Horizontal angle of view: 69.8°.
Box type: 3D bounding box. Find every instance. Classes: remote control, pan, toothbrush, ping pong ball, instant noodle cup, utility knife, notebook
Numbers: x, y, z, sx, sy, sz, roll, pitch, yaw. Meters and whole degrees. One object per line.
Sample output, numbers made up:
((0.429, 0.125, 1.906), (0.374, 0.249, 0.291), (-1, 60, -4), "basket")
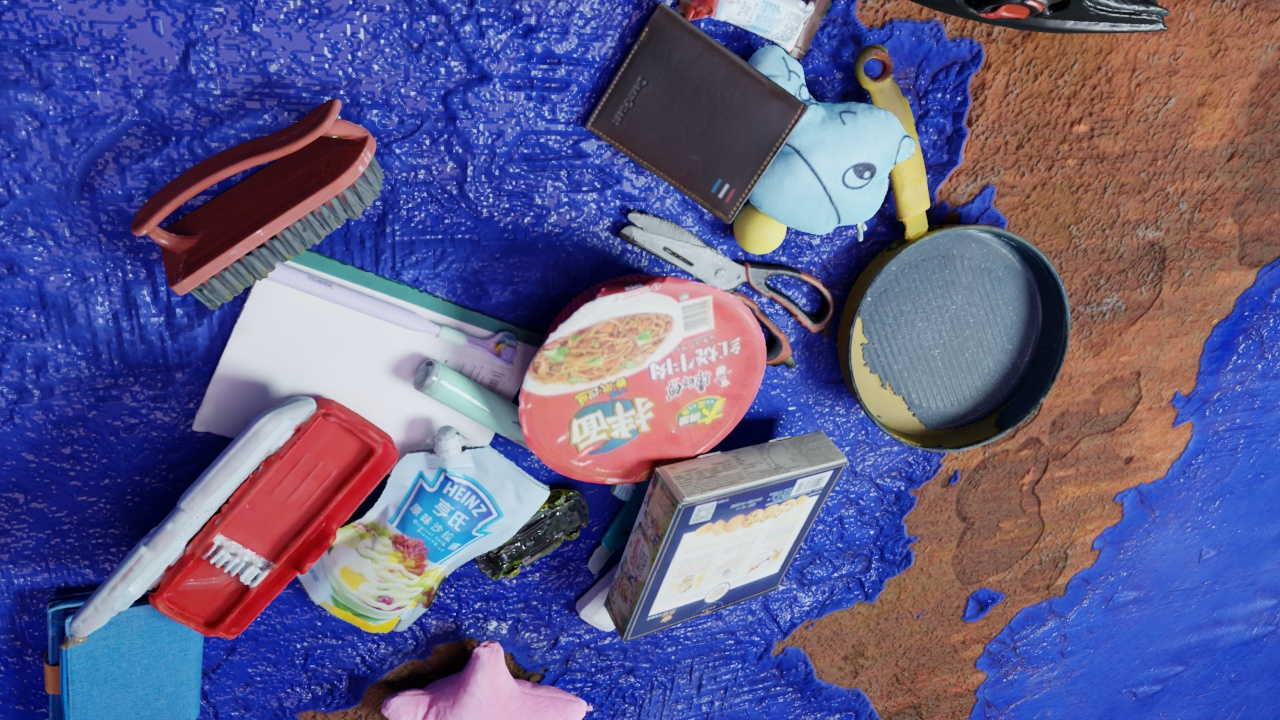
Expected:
((-0.003, 0.201, 0.851), (0.125, 0.024, 0.049), (-46, 126, 7), "remote control")
((0.234, -0.082, 0.744), (0.197, 0.078, 0.357), (-27, 108, 0), "pan")
((-0.081, 0.059, 0.719), (0.224, 0.026, 0.027), (34, 73, -36), "toothbrush")
((0.091, -0.101, 0.699), (0.040, 0.040, 0.040), (-11, 122, -17), "ping pong ball")
((-0.004, 0.004, 0.696), (0.193, 0.065, 0.194), (-12, 132, -13), "instant noodle cup")
((0.005, 0.122, 0.812), (0.029, 0.013, 0.180), (26, 106, -31), "utility knife")
((-0.190, 0.013, 0.665), (0.209, 0.012, 0.150), (20, 108, -32), "notebook")
((-0.169, -0.033, 0.631), (0.189, 0.029, 0.021), (20, 145, -31), "toothbrush")

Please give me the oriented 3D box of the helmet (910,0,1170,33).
((0.205, -0.303, 0.492), (0.230, 0.274, 0.234), (7, 107, 3), "helmet")

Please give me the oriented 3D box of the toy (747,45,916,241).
((0.114, -0.149, 0.657), (0.161, 0.049, 0.156), (-23, 114, 6), "toy")

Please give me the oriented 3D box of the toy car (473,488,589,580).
((-0.093, 0.142, 0.772), (0.105, 0.032, 0.048), (-29, 126, -12), "toy car")

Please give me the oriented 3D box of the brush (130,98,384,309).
((-0.225, -0.099, 0.553), (0.146, 0.063, 0.069), (-33, 139, -3), "brush")

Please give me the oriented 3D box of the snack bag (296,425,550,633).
((-0.171, 0.134, 0.716), (0.191, 0.038, 0.110), (-42, 108, 14), "snack bag")

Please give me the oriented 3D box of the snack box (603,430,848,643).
((0.072, 0.152, 0.798), (0.177, 0.045, 0.183), (-8, 134, -33), "snack box")

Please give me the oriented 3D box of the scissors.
((0.066, -0.052, 0.733), (0.206, 0.015, 0.192), (-12, 124, -16), "scissors")

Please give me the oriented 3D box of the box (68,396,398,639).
((-0.276, 0.108, 0.630), (0.201, 0.073, 0.154), (-47, 152, 6), "box")

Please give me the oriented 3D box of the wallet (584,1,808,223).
((0.037, -0.165, 0.621), (0.122, 0.020, 0.096), (34, 104, -4), "wallet")

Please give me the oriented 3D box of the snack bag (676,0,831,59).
((0.077, -0.238, 0.619), (0.104, 0.026, 0.048), (6, 127, -27), "snack bag")

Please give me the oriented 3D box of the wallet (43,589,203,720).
((-0.389, 0.229, 0.695), (0.106, 0.040, 0.133), (-1, 118, -32), "wallet")

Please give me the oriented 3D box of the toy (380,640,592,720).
((-0.133, 0.327, 0.836), (0.178, 0.074, 0.195), (-12, 124, -6), "toy")
